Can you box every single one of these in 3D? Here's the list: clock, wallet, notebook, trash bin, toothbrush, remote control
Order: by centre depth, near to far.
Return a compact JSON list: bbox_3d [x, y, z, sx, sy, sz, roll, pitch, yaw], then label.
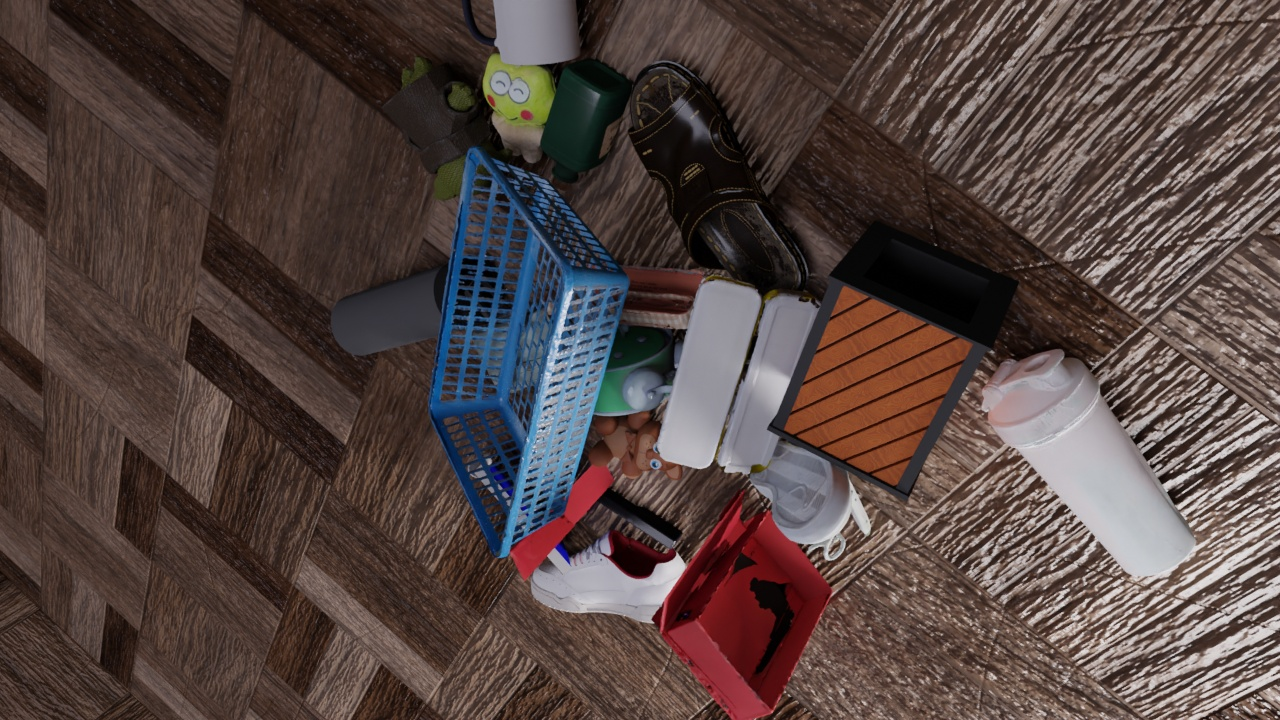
[{"bbox_3d":[0.228,-0.003,0.838,0.140,0.139,0.172,27,127,16],"label":"trash bin"},{"bbox_3d":[-0.006,0.006,0.994,0.162,0.121,0.075,12,124,40],"label":"clock"},{"bbox_3d":[0.209,0.112,0.999,0.017,0.016,0.189,-15,108,47],"label":"toothbrush"},{"bbox_3d":[-0.130,-0.014,1.108,0.132,0.054,0.100,-18,116,33],"label":"wallet"},{"bbox_3d":[-0.010,0.193,1.170,0.136,0.032,0.015,31,117,13],"label":"remote control"},{"bbox_3d":[-0.155,0.189,1.178,0.171,0.022,0.209,49,172,-2],"label":"notebook"}]

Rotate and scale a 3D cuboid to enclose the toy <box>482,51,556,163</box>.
[{"bbox_3d":[-0.125,-0.264,0.967,0.092,0.046,0.115,23,134,20],"label":"toy"}]

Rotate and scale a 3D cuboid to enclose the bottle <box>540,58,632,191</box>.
[{"bbox_3d":[-0.062,-0.232,0.934,0.061,0.061,0.132,36,129,12],"label":"bottle"}]

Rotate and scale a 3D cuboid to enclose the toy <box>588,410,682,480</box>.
[{"bbox_3d":[0.007,0.104,1.086,0.128,0.065,0.095,15,110,20],"label":"toy"}]

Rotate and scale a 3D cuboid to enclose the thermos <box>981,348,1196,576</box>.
[{"bbox_3d":[0.398,0.091,0.822,0.100,0.099,0.220,-33,100,40],"label":"thermos"}]

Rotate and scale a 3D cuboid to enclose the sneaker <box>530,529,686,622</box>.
[{"bbox_3d":[-0.046,0.270,1.206,0.237,0.090,0.104,1,108,33],"label":"sneaker"}]

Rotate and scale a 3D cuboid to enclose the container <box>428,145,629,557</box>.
[{"bbox_3d":[-0.125,-0.008,0.961,0.257,0.089,0.363,53,138,41],"label":"container"}]

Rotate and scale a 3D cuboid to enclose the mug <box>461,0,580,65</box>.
[{"bbox_3d":[-0.117,-0.342,0.886,0.112,0.078,0.097,1,119,10],"label":"mug"}]

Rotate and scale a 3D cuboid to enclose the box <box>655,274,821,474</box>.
[{"bbox_3d":[0.096,0.020,0.922,0.129,0.036,0.210,10,116,-9],"label":"box"}]

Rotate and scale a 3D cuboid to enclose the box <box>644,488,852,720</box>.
[{"bbox_3d":[0.123,0.272,1.015,0.165,0.213,0.153,13,122,23],"label":"box"}]

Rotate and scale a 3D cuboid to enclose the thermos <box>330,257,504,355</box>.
[{"bbox_3d":[-0.282,-0.066,1.153,0.241,0.082,0.082,-11,110,36],"label":"thermos"}]

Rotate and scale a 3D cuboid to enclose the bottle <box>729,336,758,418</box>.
[{"bbox_3d":[0.122,0.032,0.979,0.056,0.056,0.105,11,121,26],"label":"bottle"}]

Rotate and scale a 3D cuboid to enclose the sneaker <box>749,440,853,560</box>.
[{"bbox_3d":[0.180,0.142,0.920,0.091,0.242,0.089,38,91,-5],"label":"sneaker"}]

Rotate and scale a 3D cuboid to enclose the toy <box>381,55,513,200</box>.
[{"bbox_3d":[-0.211,-0.252,1.002,0.180,0.078,0.153,-11,117,53],"label":"toy"}]

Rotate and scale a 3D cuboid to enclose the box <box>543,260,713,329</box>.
[{"bbox_3d":[-0.015,-0.072,0.996,0.187,0.082,0.042,7,134,26],"label":"box"}]

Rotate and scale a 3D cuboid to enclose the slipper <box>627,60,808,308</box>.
[{"bbox_3d":[0.068,-0.161,0.886,0.113,0.075,0.268,-26,101,38],"label":"slipper"}]
